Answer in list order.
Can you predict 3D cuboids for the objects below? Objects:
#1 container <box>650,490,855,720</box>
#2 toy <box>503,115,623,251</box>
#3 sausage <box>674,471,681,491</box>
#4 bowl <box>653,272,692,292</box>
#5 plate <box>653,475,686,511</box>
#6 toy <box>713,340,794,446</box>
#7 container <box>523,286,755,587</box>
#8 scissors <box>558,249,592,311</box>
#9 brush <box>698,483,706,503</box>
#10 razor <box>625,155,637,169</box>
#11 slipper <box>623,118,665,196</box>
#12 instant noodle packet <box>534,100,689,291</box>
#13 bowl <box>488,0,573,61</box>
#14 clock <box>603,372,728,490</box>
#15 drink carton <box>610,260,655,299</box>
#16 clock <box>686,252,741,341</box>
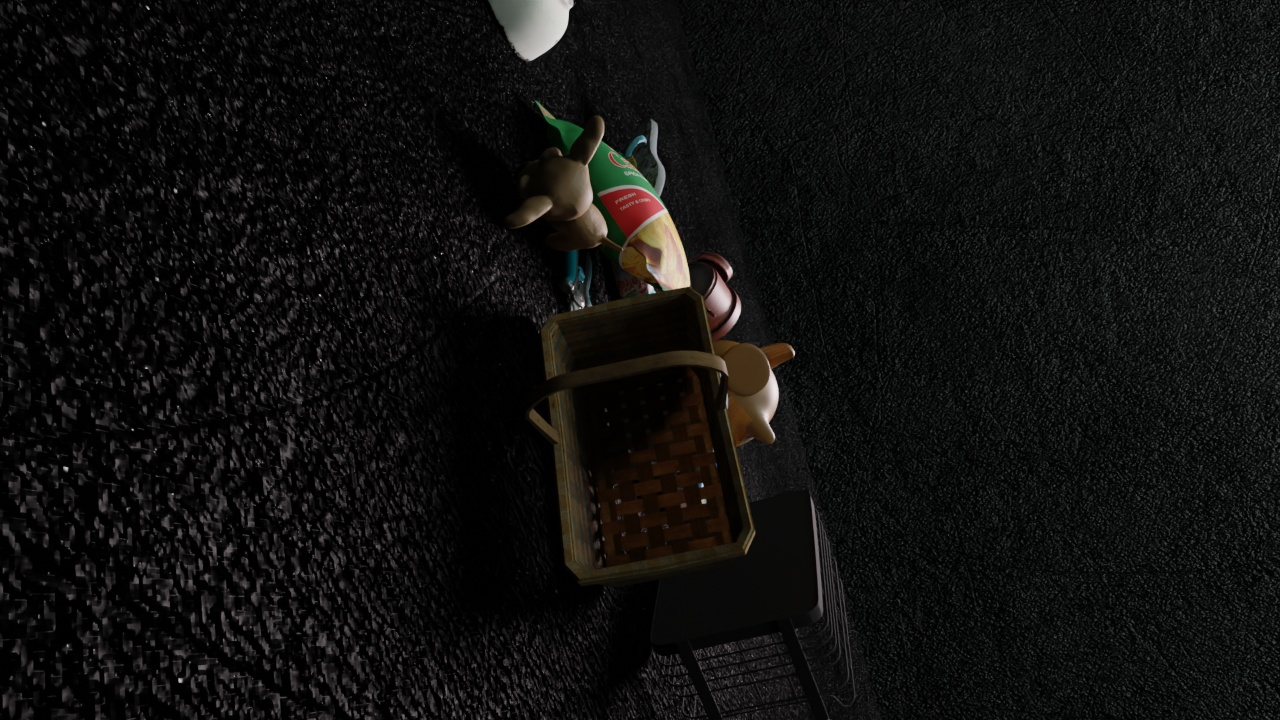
[{"bbox_3d":[0.117,0.255,0.924,0.240,0.163,0.130,-72,142,-65],"label":"container"},{"bbox_3d":[-0.071,-0.150,0.867,0.106,0.134,0.108,29,-15,35],"label":"toy"},{"bbox_3d":[0.037,0.085,1.030,0.020,0.020,0.155,46,29,-62],"label":"sausage"},{"bbox_3d":[0.017,-0.131,1.242,0.144,0.067,0.145,-17,90,-77],"label":"bowl"},{"bbox_3d":[0.023,0.118,1.035,0.131,0.025,0.131,-17,90,-77],"label":"plate"},{"bbox_3d":[0.097,0.034,1.213,0.162,0.198,0.203,53,-3,-7],"label":"toy"},{"bbox_3d":[-0.002,0.052,0.749,0.186,0.157,0.249,72,7,-58],"label":"container"},{"bbox_3d":[-0.069,-0.083,0.936,0.137,0.019,0.129,67,21,7],"label":"scissors"},{"bbox_3d":[0.064,0.182,1.156,0.217,0.012,0.033,-6,79,-75],"label":"brush"},{"bbox_3d":[-0.046,-0.274,1.214,0.106,0.042,0.026,54,-14,42],"label":"razor"},{"bbox_3d":[-0.017,-0.268,1.282,0.054,0.098,0.268,29,30,-20],"label":"slipper"},{"bbox_3d":[-0.022,-0.171,1.060,0.252,0.090,0.195,57,10,10],"label":"instant noodle packet"},{"bbox_3d":[-0.125,-0.425,1.034,0.153,0.073,0.153,-18,90,-76],"label":"bowl"},{"bbox_3d":[0.026,0.058,0.926,0.045,0.123,0.159,-50,135,-70],"label":"clock"},{"bbox_3d":[-0.013,-0.121,1.158,0.038,0.044,0.128,40,33,-66],"label":"drink carton"},{"bbox_3d":[0.079,-0.095,1.346,0.072,0.121,0.157,52,31,-38],"label":"clock"}]
